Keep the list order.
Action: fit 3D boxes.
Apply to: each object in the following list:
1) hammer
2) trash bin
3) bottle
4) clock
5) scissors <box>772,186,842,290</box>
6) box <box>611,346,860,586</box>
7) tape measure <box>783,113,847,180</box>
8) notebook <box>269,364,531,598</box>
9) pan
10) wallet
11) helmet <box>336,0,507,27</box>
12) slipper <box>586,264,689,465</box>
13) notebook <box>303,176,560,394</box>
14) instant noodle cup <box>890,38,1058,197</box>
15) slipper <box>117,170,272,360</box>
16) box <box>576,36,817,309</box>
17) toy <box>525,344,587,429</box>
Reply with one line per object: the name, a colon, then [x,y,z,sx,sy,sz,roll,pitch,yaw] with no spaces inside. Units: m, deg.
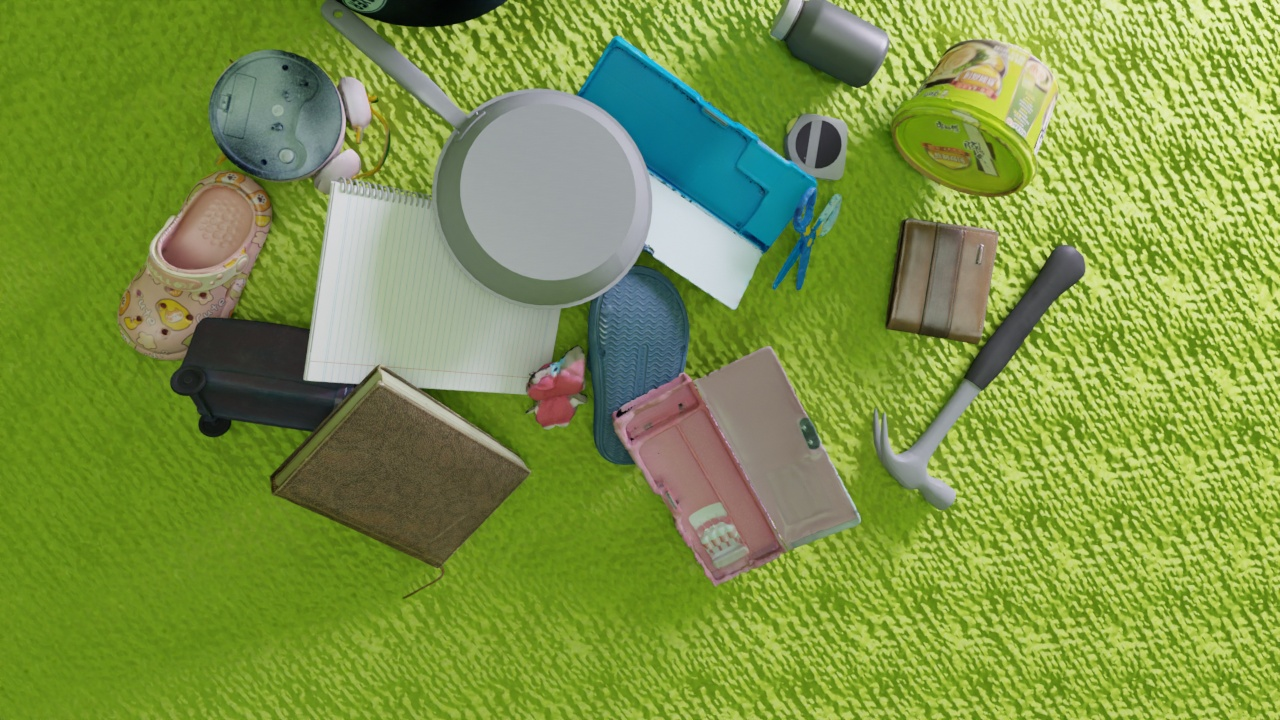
hammer: [0.367,0.005,0.983,0.125,0.029,0.311,37,92,-10]
trash bin: [-0.335,0.022,0.862,0.161,0.094,0.092,9,60,-4]
bottle: [0.185,-0.317,0.903,0.108,0.060,0.060,24,94,-9]
clock: [-0.314,-0.219,0.857,0.158,0.059,0.117,11,92,-8]
scissors: [0.170,-0.125,0.926,0.126,0.015,0.126,-34,143,-35]
box: [0.098,0.108,0.927,0.179,0.039,0.233,-25,113,9]
tape measure: [0.178,-0.217,0.937,0.064,0.017,0.065,6,97,-8]
notebook: [-0.232,0.125,0.874,0.190,0.034,0.215,-47,134,3]
pan: [-0.142,-0.198,0.815,0.356,0.051,0.200,42,81,-9]
wallet: [0.313,-0.084,0.957,0.099,0.027,0.121,9,91,4]
helmet: [-0.180,-0.441,0.759,0.235,0.250,0.316,-5,92,-36]
slipper: [-0.005,0.005,0.927,0.103,0.059,0.214,-4,112,-14]
notebook: [-0.180,-0.061,0.862,0.245,0.013,0.178,5,98,-37]
instant noodle cup: [0.330,-0.237,0.893,0.146,0.146,0.097,32,82,-9]
slipper: [-0.417,-0.086,0.856,0.093,0.081,0.197,33,91,-11]
box: [0.031,-0.179,0.902,0.243,0.071,0.170,34,84,-9]
toy: [-0.087,0.026,0.920,0.065,0.050,0.103,-19,143,-19]
